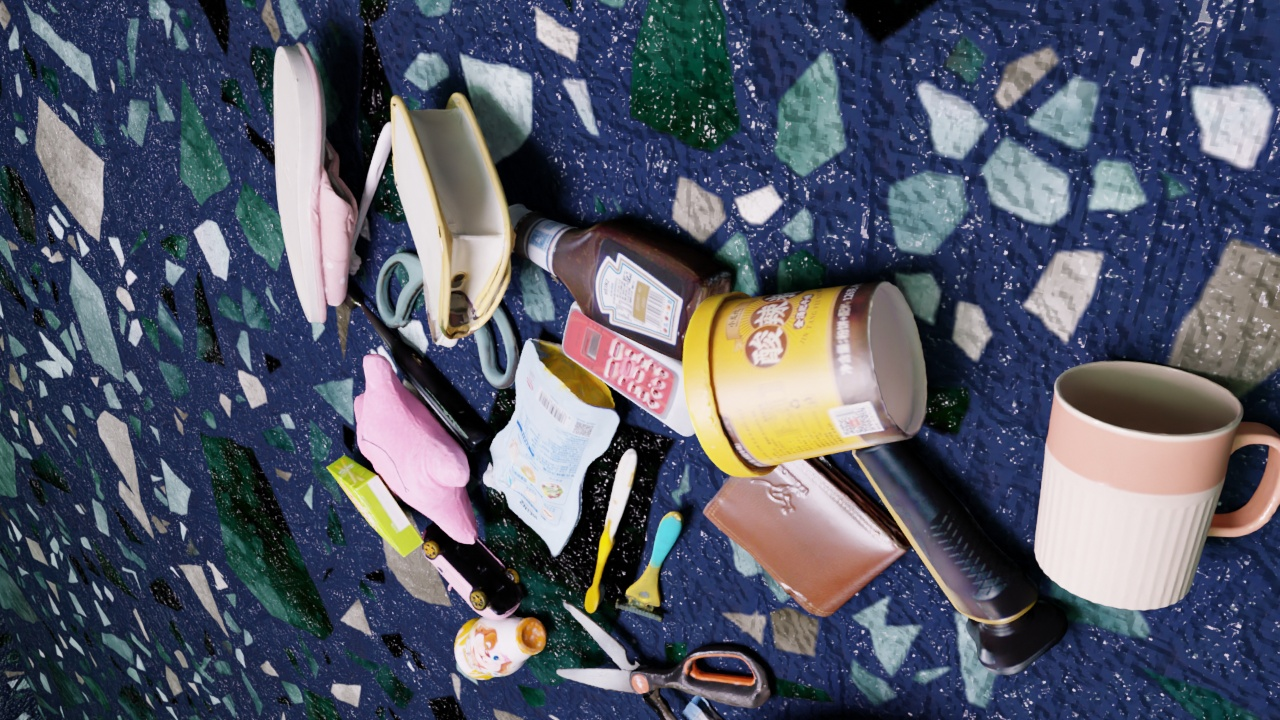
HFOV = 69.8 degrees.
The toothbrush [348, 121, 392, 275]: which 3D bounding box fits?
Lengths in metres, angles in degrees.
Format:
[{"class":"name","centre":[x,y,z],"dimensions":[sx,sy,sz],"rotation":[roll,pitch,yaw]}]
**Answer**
[{"class":"toothbrush","centre":[-0.247,-0.144,0.835],"dimensions":[0.016,0.016,0.181],"rotation":[40,131,7]}]

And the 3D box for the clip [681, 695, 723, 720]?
[{"class":"clip","centre":[0.063,0.321,0.805],"dimensions":[0.058,0.036,0.026],"rotation":[40,125,16]}]

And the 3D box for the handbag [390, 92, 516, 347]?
[{"class":"handbag","centre":[-0.150,-0.097,0.721],"dimensions":[0.179,0.063,0.163],"rotation":[112,142,-52]}]

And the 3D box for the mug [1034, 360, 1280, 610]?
[{"class":"mug","centre":[0.270,0.064,0.479],"dimensions":[0.114,0.081,0.106],"rotation":[0,116,7]}]

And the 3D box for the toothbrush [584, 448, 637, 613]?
[{"class":"toothbrush","centre":[-0.025,0.151,0.798],"dimensions":[0.016,0.018,0.192],"rotation":[29,124,23]}]

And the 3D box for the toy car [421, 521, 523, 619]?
[{"class":"toy car","centre":[-0.170,0.208,0.915],"dimensions":[0.122,0.056,0.037],"rotation":[42,124,17]}]

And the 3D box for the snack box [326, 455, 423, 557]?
[{"class":"snack box","centre":[-0.274,0.146,0.942],"dimensions":[0.157,0.026,0.086],"rotation":[6,129,61]}]

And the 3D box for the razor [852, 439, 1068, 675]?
[{"class":"razor","centre":[0.194,0.116,0.582],"dimensions":[0.167,0.062,0.068],"rotation":[54,165,12]}]

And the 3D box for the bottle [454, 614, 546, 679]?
[{"class":"bottle","centre":[-0.138,0.283,0.920],"dimensions":[0.109,0.063,0.063],"rotation":[-29,91,43]}]

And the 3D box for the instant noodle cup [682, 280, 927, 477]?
[{"class":"instant noodle cup","centre":[0.104,0.008,0.559],"dimensions":[0.115,0.118,0.118],"rotation":[-10,104,34]}]

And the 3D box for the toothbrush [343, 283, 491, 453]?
[{"class":"toothbrush","centre":[-0.220,0.004,0.877],"dimensions":[0.212,0.026,0.027],"rotation":[46,126,13]}]

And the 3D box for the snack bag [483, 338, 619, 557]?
[{"class":"snack bag","centre":[-0.082,0.078,0.793],"dimensions":[0.110,0.038,0.191],"rotation":[35,131,15]}]

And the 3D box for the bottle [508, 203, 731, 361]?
[{"class":"bottle","centre":[-0.026,-0.067,0.674],"dimensions":[0.195,0.043,0.080],"rotation":[27,125,28]}]

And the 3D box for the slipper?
[{"class":"slipper","centre":[-0.290,-0.151,0.826],"dimensions":[0.114,0.054,0.275],"rotation":[53,144,38]}]

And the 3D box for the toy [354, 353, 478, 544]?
[{"class":"toy","centre":[-0.218,0.098,0.887],"dimensions":[0.194,0.074,0.179],"rotation":[50,147,10]}]

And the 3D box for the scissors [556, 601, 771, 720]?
[{"class":"scissors","centre":[0.020,0.296,0.802],"dimensions":[0.222,0.021,0.228],"rotation":[-29,85,35]}]

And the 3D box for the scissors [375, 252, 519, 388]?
[{"class":"scissors","centre":[-0.179,-0.044,0.827],"dimensions":[0.170,0.019,0.171],"rotation":[-19,99,44]}]

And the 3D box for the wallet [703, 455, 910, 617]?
[{"class":"wallet","centre":[0.116,0.116,0.655],"dimensions":[0.124,0.032,0.101],"rotation":[42,129,15]}]

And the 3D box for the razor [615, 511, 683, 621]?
[{"class":"razor","centre":[0.015,0.167,0.762],"dimensions":[0.043,0.028,0.133],"rotation":[19,128,4]}]

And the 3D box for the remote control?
[{"class":"remote control","centre":[-0.004,0.004,0.705],"dimensions":[0.136,0.020,0.056],"rotation":[34,128,22]}]
